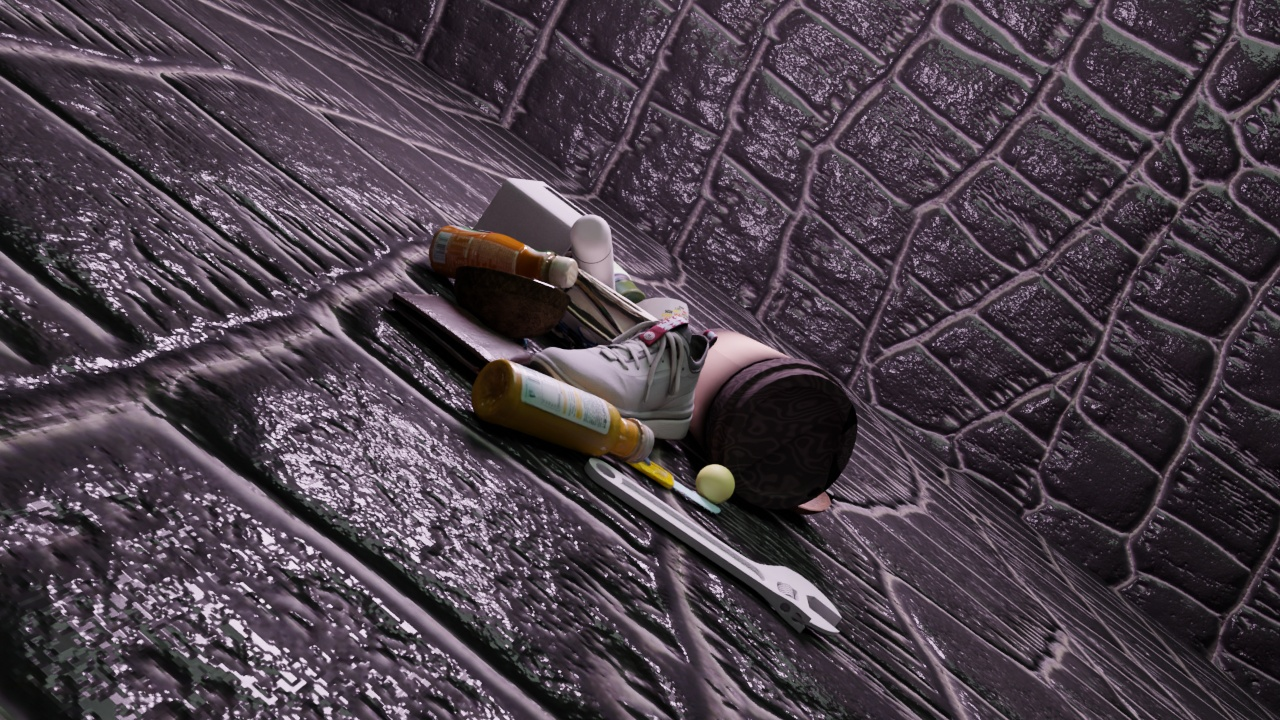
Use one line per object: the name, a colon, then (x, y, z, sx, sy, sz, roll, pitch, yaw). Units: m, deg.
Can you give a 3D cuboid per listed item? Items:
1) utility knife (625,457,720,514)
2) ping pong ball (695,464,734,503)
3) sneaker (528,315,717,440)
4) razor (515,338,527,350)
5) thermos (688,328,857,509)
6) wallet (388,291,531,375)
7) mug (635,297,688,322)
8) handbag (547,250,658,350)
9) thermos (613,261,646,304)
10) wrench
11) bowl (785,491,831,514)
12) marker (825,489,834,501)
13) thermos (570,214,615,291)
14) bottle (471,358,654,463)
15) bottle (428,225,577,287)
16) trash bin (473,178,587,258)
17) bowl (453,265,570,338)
utility knife: (-0.003, 0.098, 0.895, 0.206, 0.018, 0.030, 36, 20, -17)
ping pong ball: (0.076, 0.127, 0.940, 0.040, 0.040, 0.040, 35, 12, -8)
sneaker: (-0.006, 0.006, 0.944, 0.097, 0.129, 0.262, 32, 9, 33)
razor: (-0.135, -0.039, 1.032, 0.042, 0.022, 0.143, -4, 25, -7)
thermos: (0.128, 0.054, 1.094, 0.172, 0.173, 0.226, 31, 6, -26)
wallet: (-0.166, -0.023, 0.855, 0.120, 0.031, 0.099, 36, 8, 9)
mug: (0.014, -0.027, 1.232, 0.073, 0.105, 0.089, 36, 50, -60)
handbag: (-0.047, -0.046, 1.085, 0.201, 0.093, 0.199, 34, -5, 25)
thermos: (-0.078, -0.136, 1.451, 0.082, 0.082, 0.231, 24, 17, -48)
wrench: (0.066, 0.164, 0.823, 0.273, 0.018, 0.086, 35, 11, -3)
bowl: (0.177, 0.160, 1.129, 0.101, 0.026, 0.114, 6, 27, -41)
marker: (0.215, 0.158, 1.293, 0.140, 0.016, 0.016, 34, 12, -14)
thermos: (-0.061, -0.124, 1.215, 0.052, 0.052, 0.224, 39, -14, 11)
bottle: (-0.061, 0.051, 0.801, 0.186, 0.053, 0.053, 26, 16, -45)
bottle: (-0.149, -0.109, 1.008, 0.167, 0.059, 0.059, 12, 3, 20)
trash bin: (-0.145, -0.173, 1.291, 0.114, 0.114, 0.228, 36, 11, -1)
bowl: (-0.137, -0.053, 0.948, 0.121, 0.056, 0.121, 13, -6, 1)
